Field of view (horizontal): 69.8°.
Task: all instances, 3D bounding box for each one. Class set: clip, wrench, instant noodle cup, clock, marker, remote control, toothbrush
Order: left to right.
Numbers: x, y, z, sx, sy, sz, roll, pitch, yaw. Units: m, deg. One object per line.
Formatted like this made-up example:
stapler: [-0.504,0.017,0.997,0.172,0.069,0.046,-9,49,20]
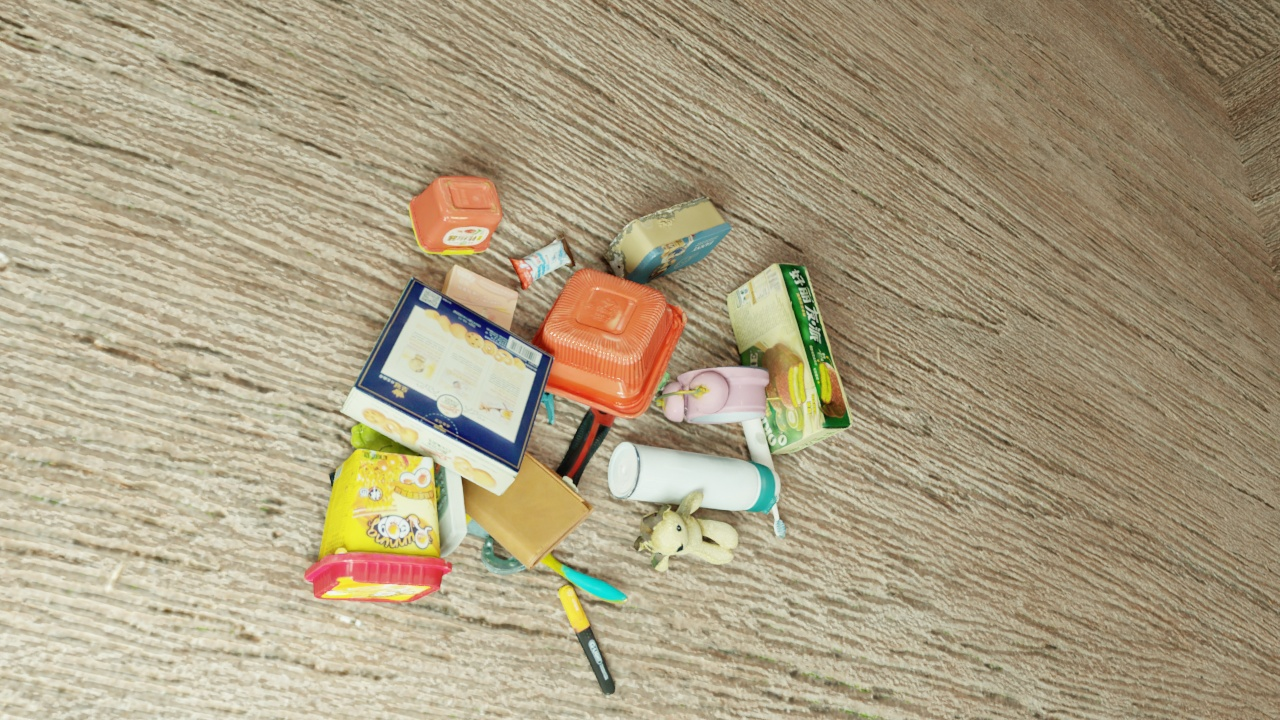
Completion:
instant noodle cup: [-0.243,0.155,0.858,0.116,0.116,0.123,12,62,-30]
remote control: [-0.200,0.128,0.923,0.019,0.056,0.135,13,47,-34]
clip: [-0.112,0.047,1.073,0.034,0.013,0.055,19,57,-28]
wrench: [-0.090,0.135,1.027,0.056,0.016,0.272,27,46,9]
marker: [-0.057,0.300,0.984,0.018,0.015,0.124,-20,81,-35]
instant noodle cup: [-0.040,-0.036,1.085,0.164,0.079,0.188,17,52,9]
clock: [0.091,0.044,1.151,0.158,0.117,0.059,6,76,-36]
toothbrush: [0.159,0.127,1.214,0.026,0.026,0.220,-9,71,-11]

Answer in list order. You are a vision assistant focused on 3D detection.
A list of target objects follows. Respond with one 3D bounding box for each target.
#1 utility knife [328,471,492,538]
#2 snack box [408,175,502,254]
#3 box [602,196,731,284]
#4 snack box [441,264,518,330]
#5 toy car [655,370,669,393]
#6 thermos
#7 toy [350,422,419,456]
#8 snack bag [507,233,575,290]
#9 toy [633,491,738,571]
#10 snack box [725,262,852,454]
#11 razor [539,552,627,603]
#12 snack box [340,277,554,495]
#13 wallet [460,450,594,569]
utility knife: [-0.227,0.149,0.939,0.190,0.015,0.033,23,59,-25]
snack box: [-0.213,-0.173,1.069,0.091,0.080,0.082,-7,71,-37]
box: [0.041,-0.161,1.235,0.183,0.090,0.063,-24,76,-39]
snack box: [-0.196,-0.026,1.042,0.084,0.026,0.157,24,55,-23]
toy car: [-0.007,0.007,1.147,0.091,0.043,0.036,39,51,-12]
thermos: [0.072,0.144,1.120,0.224,0.073,0.073,11,61,-31]
toy: [-0.257,0.061,0.953,0.096,0.031,0.099,45,54,-8]
snack bag: [-0.122,-0.123,1.143,0.103,0.026,0.048,-29,97,-40]
toy: [0.058,0.206,1.063,0.157,0.105,0.066,23,12,-46]
snack box: [0.198,-0.003,1.248,0.063,0.115,0.239,0,67,-36]
razor: [-0.072,0.229,0.998,0.132,0.028,0.043,33,40,-10]
snack box: [-0.191,0.022,0.946,0.178,0.046,0.182,31,40,-16]
wallet: [-0.128,0.145,0.971,0.132,0.031,0.107,37,48,16]
